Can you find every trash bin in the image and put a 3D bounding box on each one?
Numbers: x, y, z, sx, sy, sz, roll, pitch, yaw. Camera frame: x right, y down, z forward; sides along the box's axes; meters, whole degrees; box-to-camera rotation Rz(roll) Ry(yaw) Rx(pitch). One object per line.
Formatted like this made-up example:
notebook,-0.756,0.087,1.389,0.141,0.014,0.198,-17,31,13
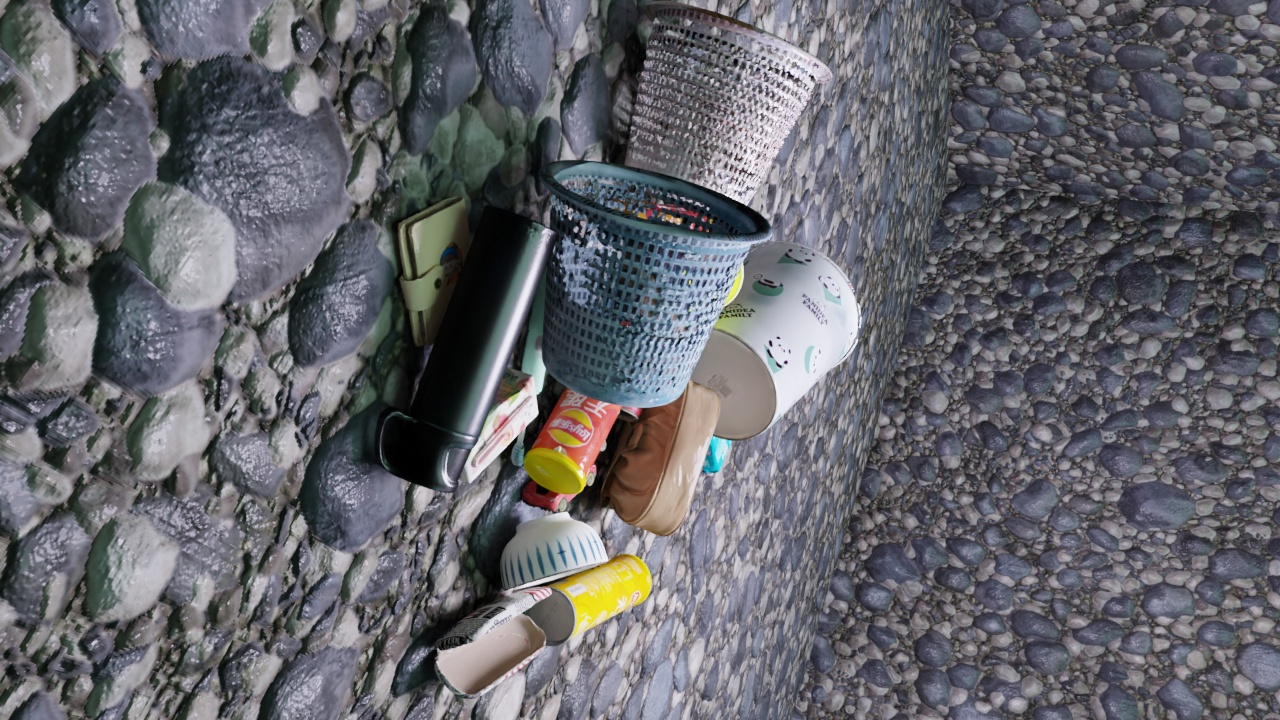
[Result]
trash bin,-0.007,-0.070,0.900,0.226,0.227,0.195,-28,138,-60
trash bin,0.081,-0.278,1.060,0.227,0.227,0.192,-3,116,-65
trash bin,0.170,-0.024,1.352,0.251,0.230,0.230,-41,137,-45

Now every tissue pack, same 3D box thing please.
tissue pack,0.113,0.111,1.474,0.134,0.050,0.093,74,34,-47

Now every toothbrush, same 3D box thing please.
toothbrush,-0.111,0.000,0.962,0.026,0.027,0.224,9,93,-25

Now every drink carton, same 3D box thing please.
drink carton,-0.148,0.061,0.887,0.122,0.045,0.054,-48,143,-48

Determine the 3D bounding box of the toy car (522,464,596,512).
toy car,-0.090,0.137,1.044,0.106,0.049,0.031,-35,133,-55

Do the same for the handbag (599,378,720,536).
handbag,0.018,0.117,1.183,0.099,0.148,0.204,27,71,-24

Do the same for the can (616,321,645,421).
can,-0.007,0.007,1.160,0.053,0.053,0.132,51,55,-60

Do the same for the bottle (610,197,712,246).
bottle,0.033,-0.160,1.105,0.174,0.057,0.057,-3,104,-46

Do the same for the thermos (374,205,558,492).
thermos,-0.151,-0.012,0.784,0.090,0.068,0.242,23,88,-45

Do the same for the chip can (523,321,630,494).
chip can,-0.056,0.047,1.037,0.073,0.073,0.216,76,30,-44

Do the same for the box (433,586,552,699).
box,-0.146,0.279,0.956,0.162,0.076,0.088,-12,136,-61

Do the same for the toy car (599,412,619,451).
toy car,-0.057,0.073,1.092,0.036,0.043,0.091,51,45,-41

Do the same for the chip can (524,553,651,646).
chip can,-0.060,0.297,1.153,0.213,0.072,0.072,2,99,-66

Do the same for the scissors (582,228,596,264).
scissors,-0.080,-0.081,1.014,0.107,0.012,0.175,-4,103,-65

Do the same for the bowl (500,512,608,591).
bowl,-0.099,0.204,0.997,0.116,0.117,0.066,16,55,-66

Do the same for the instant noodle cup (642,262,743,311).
instant noodle cup,0.056,-0.109,1.194,0.123,0.112,0.112,-23,122,-51

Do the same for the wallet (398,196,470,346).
wallet,-0.175,-0.075,0.795,0.087,0.024,0.115,-41,139,-49
